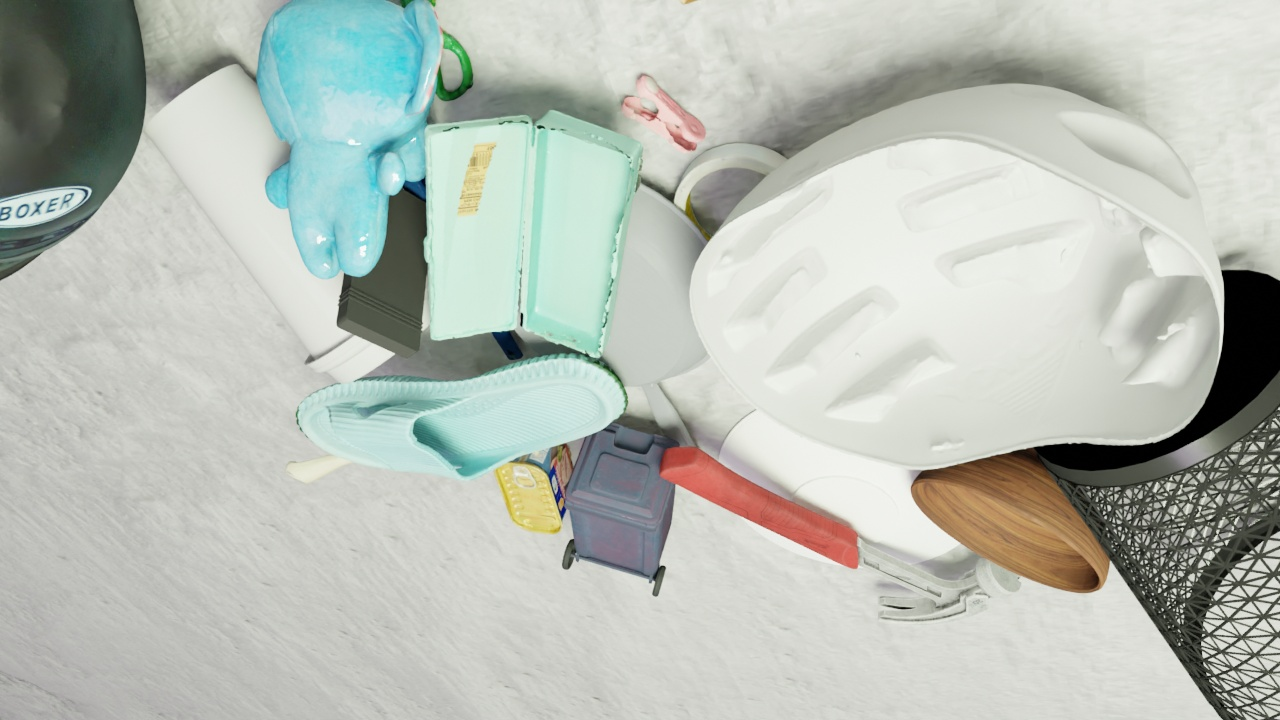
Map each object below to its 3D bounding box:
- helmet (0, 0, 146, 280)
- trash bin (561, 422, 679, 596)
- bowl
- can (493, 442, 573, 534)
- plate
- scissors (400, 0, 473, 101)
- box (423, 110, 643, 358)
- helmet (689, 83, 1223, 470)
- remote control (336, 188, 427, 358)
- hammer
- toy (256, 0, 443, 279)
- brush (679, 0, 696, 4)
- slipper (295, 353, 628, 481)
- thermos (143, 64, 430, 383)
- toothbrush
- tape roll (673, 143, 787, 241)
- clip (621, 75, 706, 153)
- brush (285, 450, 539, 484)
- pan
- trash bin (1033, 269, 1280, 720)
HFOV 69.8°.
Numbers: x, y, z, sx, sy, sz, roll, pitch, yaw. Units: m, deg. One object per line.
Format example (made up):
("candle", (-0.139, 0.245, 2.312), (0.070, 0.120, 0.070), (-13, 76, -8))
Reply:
("helmet", (-0.436, -0.175, 0.566), (0.236, 0.248, 0.317), (18, 118, 27))
("trash bin", (-0.015, 0.133, 0.813), (0.094, 0.092, 0.161), (15, 149, 9))
("bowl", (0.287, 0.105, 0.692), (0.147, 0.068, 0.147), (32, 165, 9))
("can", (-0.096, 0.110, 0.863), (0.054, 0.058, 0.100), (5, 134, 16))
("plate", (0.177, 0.120, 0.792), (0.229, 0.030, 0.230), (11, 135, 11))
("scissors", (-0.149, -0.229, 0.595), (0.071, 0.014, 0.131), (8, 135, 13))
("box", (-0.076, -0.078, 0.614), (0.138, 0.057, 0.187), (9, 138, -4))
("helmet", (0.168, -0.038, 0.534), (0.283, 0.183, 0.224), (-25, 114, 29))
("remote control", (-0.175, -0.068, 0.638), (0.013, 0.133, 0.058), (-29, 138, 33))
("hammer", (0.154, 0.149, 0.774), (0.315, 0.036, 0.126), (26, 138, -15))
("toy", (-0.179, -0.143, 0.588), (0.184, 0.114, 0.180), (0, 95, 35))
("brush", (0.053, -0.245, 0.478), (0.039, 0.049, 0.117), (47, 136, 7))
("slipper", (-0.144, 0.056, 0.725), (0.276, 0.069, 0.116), (-10, 141, 15))
("thermos", (-0.253, -0.101, 0.684), (0.132, 0.131, 0.222), (-23, 113, 36))
("toothbrush", (-0.139, -0.074, 0.737), (0.016, 0.017, 0.190), (-6, 131, 25))
("tape roll", (0.070, -0.103, 0.627), (0.094, 0.019, 0.094), (11, 135, 11))
("clip", (0.012, -0.156, 0.597), (0.044, 0.023, 0.060), (-17, 123, 38))
("brush", (-0.203, 0.073, 0.832), (0.273, 0.077, 0.062), (-13, 132, 15))
("pan", (-0.004, 0.004, 0.737), (0.201, 0.050, 0.357), (0, 131, 30))
("trash bin", (0.385, 0.087, 0.569), (0.243, 0.216, 0.218), (44, 132, -13))
